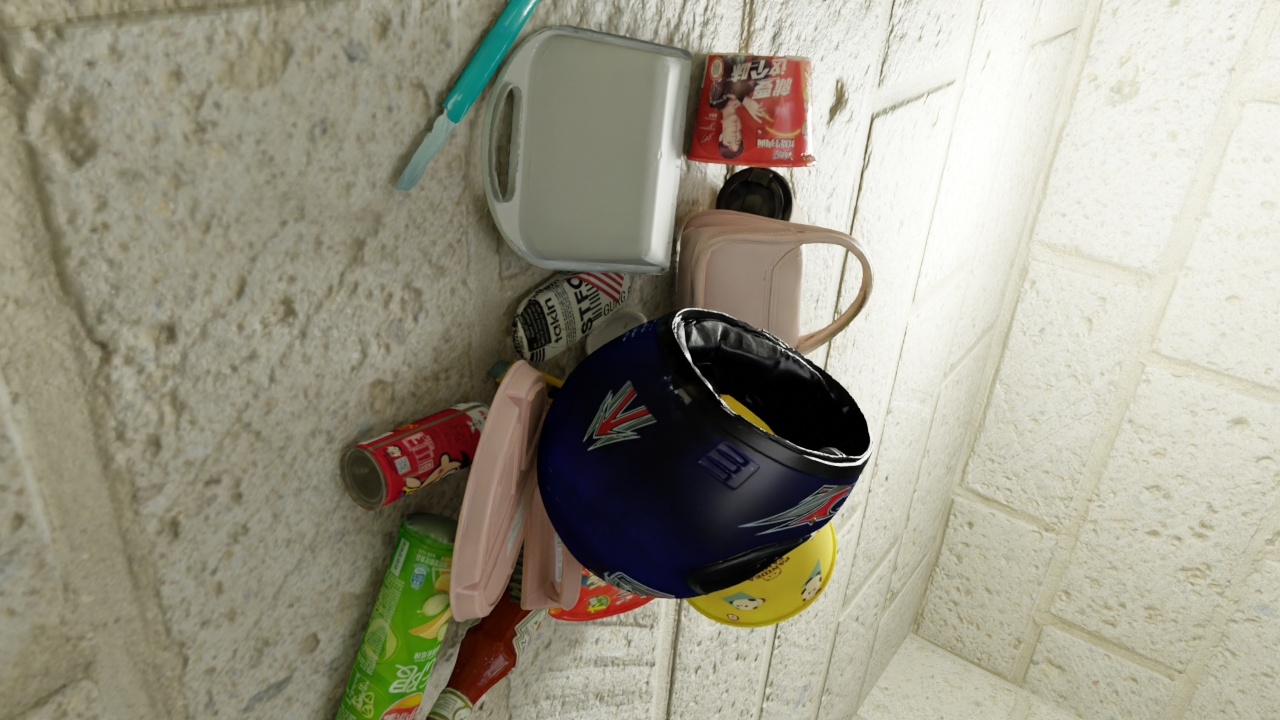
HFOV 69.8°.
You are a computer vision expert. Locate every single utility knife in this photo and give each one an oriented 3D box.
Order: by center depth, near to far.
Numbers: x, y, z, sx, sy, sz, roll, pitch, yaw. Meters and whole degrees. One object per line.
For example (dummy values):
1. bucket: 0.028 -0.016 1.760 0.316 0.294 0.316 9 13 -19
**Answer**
1. utility knife: -0.126 -0.216 0.693 0.217 0.013 0.029 -62 152 -14
2. utility knife: -0.098 0.028 0.903 0.171 0.015 0.033 29 82 -60

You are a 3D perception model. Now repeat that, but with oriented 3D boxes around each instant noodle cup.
1. instant noodle cup: 0.118 -0.260 0.952 0.137 0.138 0.109 -21 118 -52
2. instant noodle cup: -0.006 0.006 0.970 0.099 0.099 0.110 -56 140 -20
3. instant noodle cup: -0.026 0.220 1.041 0.193 0.065 0.194 -16 143 -12

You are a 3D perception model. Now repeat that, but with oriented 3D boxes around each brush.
1. brush: -0.089 0.175 0.921 0.063 0.073 0.145 10 78 -45

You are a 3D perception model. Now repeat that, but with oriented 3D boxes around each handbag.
1. handbag: 0.158 -0.077 1.049 0.234 0.093 0.194 -6 124 -7

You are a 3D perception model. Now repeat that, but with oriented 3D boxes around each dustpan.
1. dustpan: -0.041 -0.186 0.827 0.257 0.143 0.223 -61 158 -78

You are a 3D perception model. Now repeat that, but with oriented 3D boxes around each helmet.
1. helmet: 0.048 0.099 0.857 0.314 0.247 0.241 11 128 -49

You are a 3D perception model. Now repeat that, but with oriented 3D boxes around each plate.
1. plate: -0.117 0.114 0.798 0.229 0.028 0.229 17 85 -88

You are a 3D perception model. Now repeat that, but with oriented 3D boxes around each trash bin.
1. trash bin: 0.122 0.176 1.154 0.229 0.230 0.255 -52 145 -26

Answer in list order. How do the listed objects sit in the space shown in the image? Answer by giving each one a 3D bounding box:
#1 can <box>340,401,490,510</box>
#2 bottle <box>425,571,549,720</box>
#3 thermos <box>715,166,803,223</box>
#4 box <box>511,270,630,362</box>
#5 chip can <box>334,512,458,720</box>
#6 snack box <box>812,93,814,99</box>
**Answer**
1. can: -0.179 0.076 0.764 0.132 0.053 0.053 -24 129 -51
2. bottle: -0.156 0.298 0.907 0.205 0.060 0.060 -55 151 -47
3. thermos: 0.151 -0.179 1.104 0.143 0.093 0.093 -2 111 -66
4. box: -0.061 -0.054 0.876 0.163 0.051 0.068 -41 118 -39
5. chip can: -0.209 0.244 0.812 0.072 0.073 0.221 12 100 -60
6. snack box: 0.155 -0.280 1.093 0.140 0.034 0.087 -20 126 -55
